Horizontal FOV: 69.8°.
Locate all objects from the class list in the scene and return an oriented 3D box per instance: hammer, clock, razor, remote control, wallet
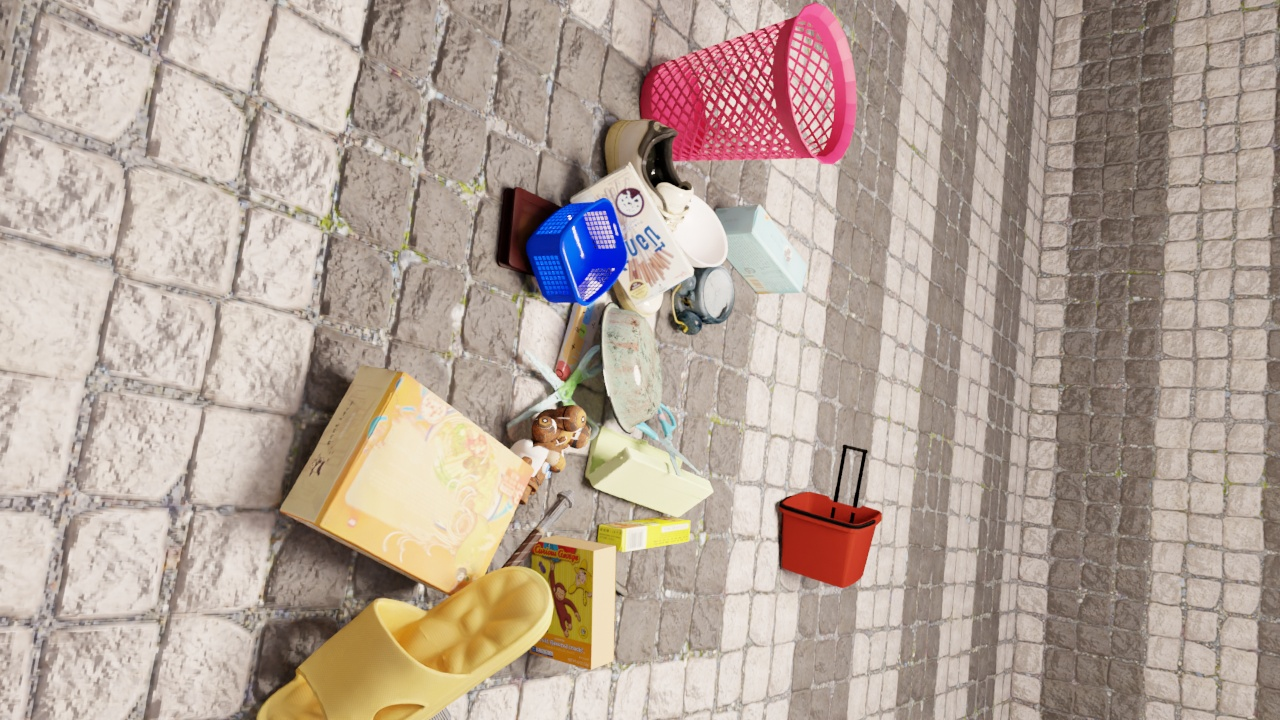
[{"bbox_3d":[-0.155,0.234,0.892,0.320,0.099,0.044,-49,132,-41],"label":"hammer"},{"bbox_3d":[0.077,-0.086,1.238,0.129,0.052,0.090,-26,112,-45],"label":"clock"},{"bbox_3d":[-0.039,0.265,1.111,0.106,0.042,0.026,54,47,-52],"label":"razor"},{"bbox_3d":[-0.070,-0.033,1.069,0.038,0.018,0.125,32,68,-49],"label":"remote control"},{"bbox_3d":[-0.109,-0.133,1.014,0.115,0.018,0.091,13,80,-55],"label":"wallet"}]

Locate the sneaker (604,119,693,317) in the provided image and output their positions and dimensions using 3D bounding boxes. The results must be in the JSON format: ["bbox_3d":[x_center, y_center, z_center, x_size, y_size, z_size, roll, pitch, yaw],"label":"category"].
[{"bbox_3d":[0.020,-0.173,1.112,0.088,0.102,0.241,-16,105,-52],"label":"sneaker"}]

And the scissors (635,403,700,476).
[{"bbox_3d":[0.019,0.090,1.145,0.125,0.136,0.015,24,115,-30],"label":"scissors"}]

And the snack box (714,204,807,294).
[{"bbox_3d":[0.174,-0.159,1.344,0.174,0.075,0.053,38,62,-47],"label":"snack box"}]

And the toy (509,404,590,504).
[{"bbox_3d":[-0.105,0.101,0.984,0.087,0.067,0.112,83,28,-62],"label":"toy"}]

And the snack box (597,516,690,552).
[{"bbox_3d":[0.007,0.219,1.160,0.147,0.040,0.029,6,87,-53],"label":"snack box"}]

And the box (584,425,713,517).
[{"bbox_3d":[0.008,0.147,1.151,0.078,0.089,0.188,-54,141,6],"label":"box"}]

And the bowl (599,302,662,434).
[{"bbox_3d":[-0.006,0.007,1.085,0.157,0.039,0.157,-8,89,-77],"label":"bowl"}]

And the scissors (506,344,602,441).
[{"bbox_3d":[-0.085,0.030,1.039,0.168,0.023,0.171,-52,140,-16],"label":"scissors"}]

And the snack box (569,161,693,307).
[{"bbox_3d":[-0.009,-0.145,1.065,0.150,0.082,0.026,58,15,-17],"label":"snack box"}]

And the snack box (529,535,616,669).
[{"bbox_3d":[-0.075,0.264,1.011,0.040,0.088,0.126,1,90,-53],"label":"snack box"}]

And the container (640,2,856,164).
[{"bbox_3d":[0.127,-0.326,1.148,0.182,0.226,0.183,-2,93,-53],"label":"container"}]

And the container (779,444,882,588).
[{"bbox_3d":[0.307,0.245,1.475,0.126,0.148,0.201,-6,105,-54],"label":"container"}]

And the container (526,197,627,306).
[{"bbox_3d":[-0.071,-0.119,1.007,0.114,0.058,0.096,-51,133,-45],"label":"container"}]

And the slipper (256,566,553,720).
[{"bbox_3d":[-0.194,0.245,0.769,0.262,0.099,0.078,-25,135,-24],"label":"slipper"}]

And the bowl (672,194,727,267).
[{"bbox_3d":[0.062,-0.164,1.209,0.110,0.041,0.109,24,52,-34],"label":"bowl"}]

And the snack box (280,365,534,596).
[{"bbox_3d":[-0.207,0.113,0.834,0.195,0.081,0.145,46,61,-45],"label":"snack box"}]
